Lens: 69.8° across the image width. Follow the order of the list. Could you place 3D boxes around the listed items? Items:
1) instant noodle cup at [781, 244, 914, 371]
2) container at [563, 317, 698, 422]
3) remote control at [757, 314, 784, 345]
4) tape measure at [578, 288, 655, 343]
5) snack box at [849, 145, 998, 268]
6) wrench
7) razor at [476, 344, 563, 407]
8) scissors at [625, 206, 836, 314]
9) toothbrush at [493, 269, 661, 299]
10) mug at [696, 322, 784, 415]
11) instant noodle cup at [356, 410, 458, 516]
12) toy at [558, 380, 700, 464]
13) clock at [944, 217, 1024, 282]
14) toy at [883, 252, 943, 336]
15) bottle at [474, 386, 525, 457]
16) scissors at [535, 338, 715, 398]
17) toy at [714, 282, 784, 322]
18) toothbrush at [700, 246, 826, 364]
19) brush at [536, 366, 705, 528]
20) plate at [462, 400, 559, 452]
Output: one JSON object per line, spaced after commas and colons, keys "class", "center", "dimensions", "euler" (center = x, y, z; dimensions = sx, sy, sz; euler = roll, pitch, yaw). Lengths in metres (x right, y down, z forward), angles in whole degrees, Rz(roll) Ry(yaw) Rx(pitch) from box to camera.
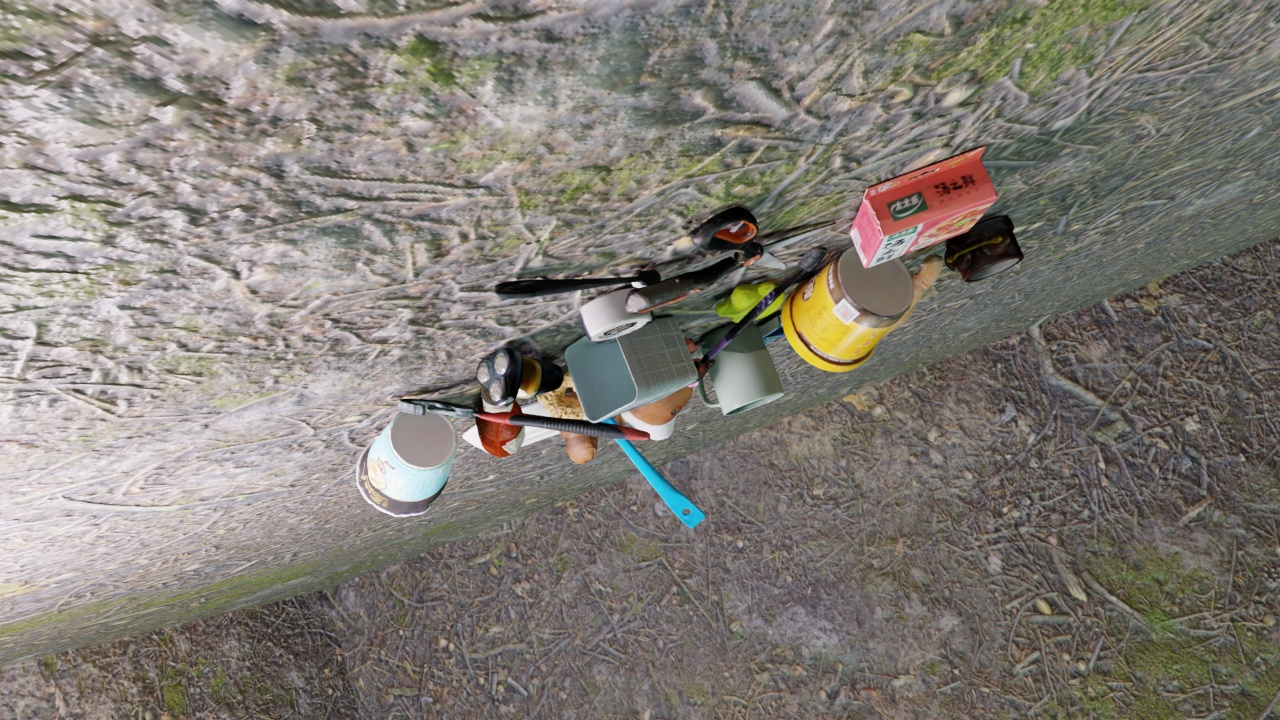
{"class": "instant noodle cup", "center": [0.235, -0.062, 1.028], "dimensions": [0.118, 0.118, 0.115], "euler": [-14, 161, -24]}
{"class": "container", "center": [-0.006, 0.006, 1.009], "dimensions": [0.111, 0.090, 0.090], "euler": [-13, 168, -45]}
{"class": "remote control", "center": [0.173, -0.038, 1.263], "dimensions": [0.049, 0.024, 0.125], "euler": [-13, 168, -32]}
{"class": "tape measure", "center": [-0.024, -0.043, 0.873], "dimensions": [0.066, 0.033, 0.066], "euler": [-23, 171, 10]}
{"class": "snack box", "center": [0.264, -0.140, 0.861], "dimensions": [0.113, 0.044, 0.127], "euler": [-20, 169, 3]}
{"class": "wrench", "center": [-0.123, 0.064, 0.995], "dimensions": [0.273, 0.016, 0.056], "euler": [8, -176, -10]}
{"class": "razor", "center": [-0.122, 0.016, 0.976], "dimensions": [0.068, 0.062, 0.167], "euler": [9, -179, 12]}
{"class": "scissors", "center": [0.087, -0.092, 0.825], "dimensions": [0.221, 0.021, 0.228], "euler": [-26, 166, -3]}
{"class": "toothbrush", "center": [-0.050, -0.064, 0.775], "dimensions": [0.180, 0.015, 0.018], "euler": [-9, 174, -44]}
{"class": "mug", "center": [0.120, 0.014, 1.207], "dimensions": [0.112, 0.106, 0.082], "euler": [-26, 168, 32]}
{"class": "instant noodle cup", "center": [-0.264, 0.110, 1.061], "dimensions": [0.111, 0.111, 0.121], "euler": [-13, 159, -30]}
{"class": "toy", "center": [-0.012, 0.056, 1.172], "dimensions": [0.200, 0.130, 0.140], "euler": [-30, -164, 6]}
{"class": "clock", "center": [0.418, -0.135, 1.122], "dimensions": [0.082, 0.055, 0.121], "euler": [-26, 166, 33]}
{"class": "toy", "center": [0.300, -0.067, 1.200], "dimensions": [0.143, 0.082, 0.227], "euler": [-24, 173, -31]}
{"class": "bottle", "center": [-0.171, 0.067, 1.107], "dimensions": [0.059, 0.059, 0.206], "euler": [-17, 163, -12]}
{"class": "scissors", "center": [-0.021, 0.012, 1.122], "dimensions": [0.205, 0.015, 0.198], "euler": [18, -131, 42]}
{"class": "toy", "center": [0.127, -0.065, 1.033], "dimensions": [0.100, 0.031, 0.097], "euler": [-10, 164, -38]}
{"class": "toothbrush", "center": [0.128, -0.057, 0.988], "dimensions": [0.189, 0.014, 0.016], "euler": [-44, 145, 24]}
{"class": "brush", "center": [-0.020, 0.100, 1.077], "dimensions": [0.083, 0.254, 0.045], "euler": [-45, 178, 13]}
{"class": "plate", "center": [-0.122, 0.081, 1.316], "dimensions": [0.265, 0.034, 0.162], "euler": [-19, 169, -1]}
